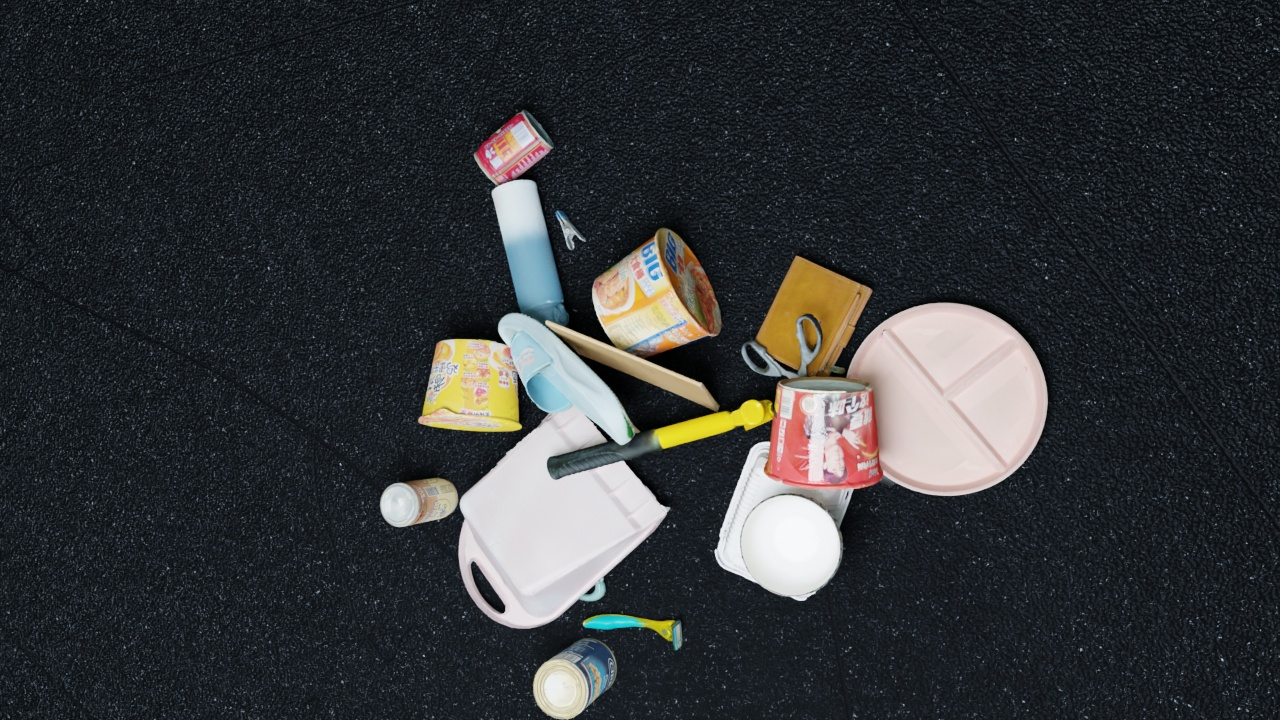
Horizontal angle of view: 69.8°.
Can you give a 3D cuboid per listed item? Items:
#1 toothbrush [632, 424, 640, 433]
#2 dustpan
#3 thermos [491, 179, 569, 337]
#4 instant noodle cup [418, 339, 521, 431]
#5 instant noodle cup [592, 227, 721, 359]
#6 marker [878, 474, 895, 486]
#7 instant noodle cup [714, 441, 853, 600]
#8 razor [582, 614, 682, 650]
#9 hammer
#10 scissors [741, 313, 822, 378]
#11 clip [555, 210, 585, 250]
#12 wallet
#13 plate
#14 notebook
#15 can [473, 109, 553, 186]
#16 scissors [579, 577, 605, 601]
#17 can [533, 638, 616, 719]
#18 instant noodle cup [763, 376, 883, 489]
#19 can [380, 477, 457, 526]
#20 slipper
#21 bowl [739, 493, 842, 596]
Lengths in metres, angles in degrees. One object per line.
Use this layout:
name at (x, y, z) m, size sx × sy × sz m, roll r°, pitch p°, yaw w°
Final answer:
toothbrush at (-0.064, 0.048, 1.244) m, size 0.191 × 0.016 × 0.018 m, roll 43°, pitch 110°, yaw 15°
dustpan at (-0.127, 0.222, 1.243) m, size 0.273 × 0.139 × 0.222 m, roll -33°, pitch 64°, yaw -13°
thermos at (-0.147, -0.135, 1.254) m, size 0.070 × 0.070 × 0.220 m, roll -17°, pitch 82°, yaw 16°
instant noodle cup at (-0.225, 0.034, 1.239) m, size 0.138 × 0.138 × 0.109 m, roll 0°, pitch 79°, yaw 18°
instant noodle cup at (0.017, -0.076, 1.161) m, size 0.112 × 0.151 × 0.151 m, roll -26°, pitch 80°, yaw 23°
marker at (0.255, 0.128, 1.135) m, size 0.124 × 0.015 × 0.018 m, roll 21°, pitch 131°, yaw 14°
instant noodle cup at (0.173, 0.200, 1.138) m, size 0.138 × 0.060 × 0.173 m, roll 21°, pitch 92°, yaw 18°
razor at (-0.011, 0.349, 1.204) m, size 0.133 × 0.028 × 0.043 m, roll 2°, pitch 119°, yaw 15°
hammer at (0.024, 0.099, 1.150) m, size 0.301 × 0.128 × 0.033 m, roll -16°, pitch 82°, yaw 15°
scissors at (0.200, 0.022, 1.131) m, size 0.181 × 0.014 × 0.160 m, roll 34°, pitch 126°, yaw 19°
clip at (-0.100, -0.181, 1.264) m, size 0.027 × 0.024 × 0.056 m, roll -32°, pitch 85°, yaw 17°
wallet at (0.218, -0.049, 1.147) m, size 0.119 × 0.035 × 0.131 m, roll 28°, pitch 97°, yaw 17°
plate at (0.362, 0.046, 1.100) m, size 0.230 × 0.028 × 0.229 m, roll -1°, pitch 87°, yaw 17°
notebook at (-0.007, 0.007, 1.157) m, size 0.211 × 0.149 × 0.012 m, roll 22°, pitch 82°, yaw 17°
can at (-0.176, -0.292, 1.270) m, size 0.094 × 0.066 × 0.066 m, roll -36°, pitch 77°, yaw 13°
scissors at (-0.070, 0.226, 1.235) m, size 0.181 × 0.019 × 0.170 m, roll -37°, pitch 74°, yaw 14°
can at (-0.084, 0.408, 1.181) m, size 0.075 × 0.111 × 0.075 m, roll -1°, pitch 87°, yaw 17°
instant noodle cup at (0.211, 0.079, 1.057) m, size 0.138 × 0.137 × 0.108 m, roll 2°, pitch 100°, yaw 18°
can at (-0.302, 0.193, 1.259) m, size 0.058 × 0.116 × 0.058 m, roll -1°, pitch 87°, yaw 17°
slipper at (-0.102, 0.032, 1.153) m, size 0.074 × 0.104 × 0.245 m, roll -42°, pitch 56°, yaw -13°
bowl at (0.179, 0.211, 1.068) m, size 0.117 × 0.066 × 0.116 m, roll -1°, pitch 86°, yaw 19°
